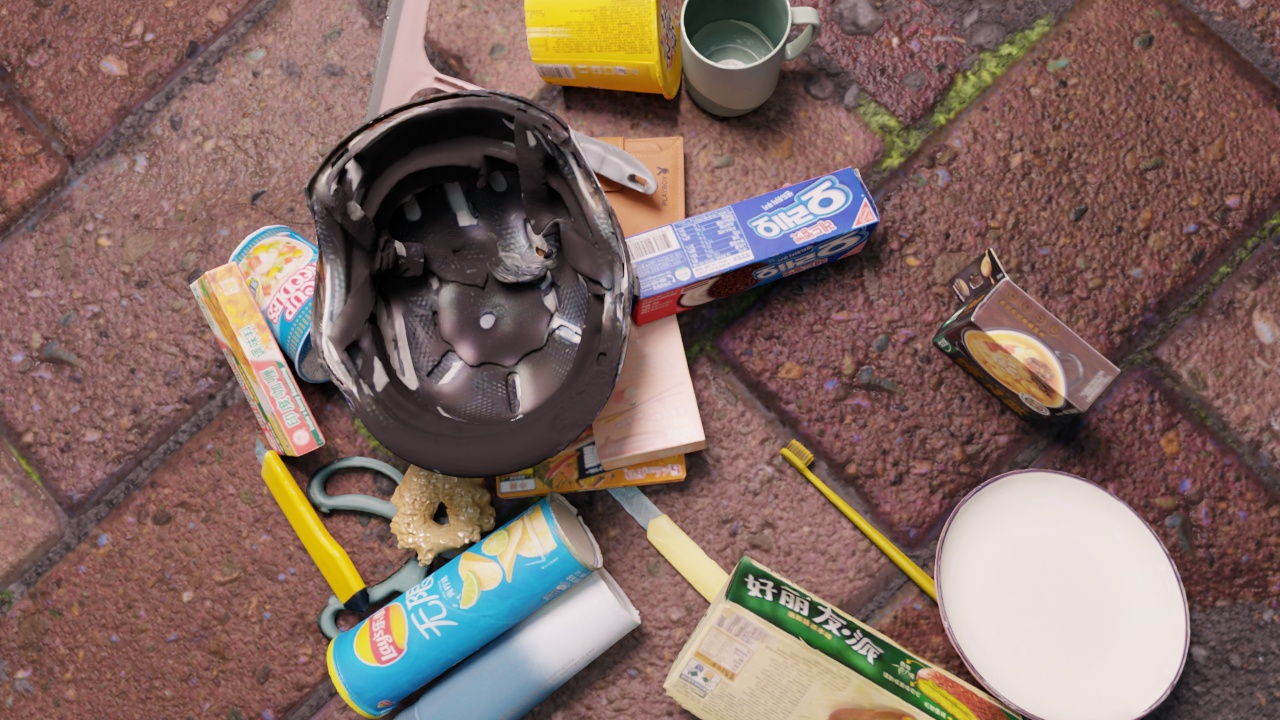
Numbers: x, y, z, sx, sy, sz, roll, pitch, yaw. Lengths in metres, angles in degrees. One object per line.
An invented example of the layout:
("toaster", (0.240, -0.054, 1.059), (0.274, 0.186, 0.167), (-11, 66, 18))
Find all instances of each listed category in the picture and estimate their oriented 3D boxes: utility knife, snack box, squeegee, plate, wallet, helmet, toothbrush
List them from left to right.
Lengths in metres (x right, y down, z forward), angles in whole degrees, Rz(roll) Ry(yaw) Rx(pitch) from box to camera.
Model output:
("snack box", (-0.305, 0.002, 0.729), (0.027, 0.077, 0.156), (-30, 103, -32))
("utility knife", (-0.267, 0.132, 0.743), (0.033, 0.015, 0.170), (-40, 81, 33))
("helmet", (-0.119, -0.052, 0.690), (0.230, 0.157, 0.274), (-17, 86, 0))
("squeegee", (-0.097, -0.194, 0.746), (0.249, 0.040, 0.248), (26, 120, 2))
("snack box", (-0.042, 0.068, 0.750), (0.154, 0.026, 0.075), (-6, 78, 1))
("wallet", (-0.027, -0.135, 0.777), (0.132, 0.031, 0.107), (0, 85, 2))
("snack box", (-0.004, 0.004, 0.737), (0.084, 0.026, 0.157), (-12, 66, 0))
("utility knife", (0.042, 0.160, 0.740), (0.212, 0.022, 0.031), (44, 83, 6))
("snack box", (0.084, -0.092, 0.730), (0.207, 0.058, 0.057), (-19, 71, -9))
("snack box", (0.147, 0.255, 0.674), (0.240, 0.063, 0.115), (29, 121, 7))
("toothbrush", (0.187, 0.134, 0.737), (0.190, 0.016, 0.016), (44, 81, 7))
("snack box", (0.282, -0.014, 0.701), (0.125, 0.113, 0.053), (41, 87, 8))
("plate", (0.311, 0.179, 0.693), (0.192, 0.039, 0.192), (2, 65, -5))

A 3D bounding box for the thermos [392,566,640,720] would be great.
("thermos", (-0.102, 0.248, 0.714), (0.220, 0.070, 0.070), (-39, 82, -3))

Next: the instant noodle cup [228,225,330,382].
("instant noodle cup", (-0.277, -0.052, 0.754), (0.110, 0.099, 0.099), (38, 86, 15))

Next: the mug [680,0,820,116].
("mug", (0.089, -0.255, 0.745), (0.112, 0.106, 0.082), (-12, 81, 2))

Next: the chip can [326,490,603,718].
("chip can", (-0.133, 0.186, 0.698), (0.210, 0.071, 0.071), (-35, 82, 6))

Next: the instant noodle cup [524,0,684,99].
("instant noodle cup", (-0.027, -0.283, 0.749), (0.110, 0.138, 0.138), (2, 83, 12))

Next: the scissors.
("scissors", (-0.215, 0.142, 0.759), (0.170, 0.019, 0.181), (-36, 81, 0))

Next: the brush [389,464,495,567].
("brush", (-0.159, 0.040, 0.754), (0.083, 0.046, 0.254), (-3, 73, 3))
